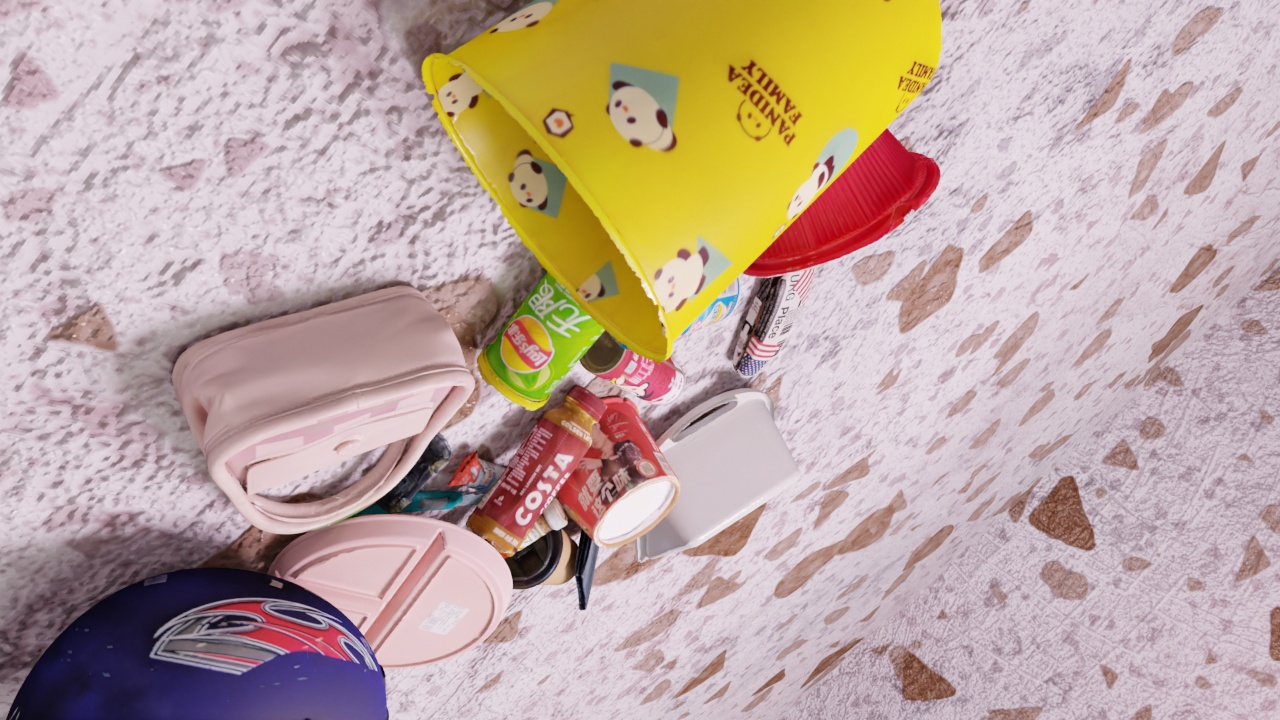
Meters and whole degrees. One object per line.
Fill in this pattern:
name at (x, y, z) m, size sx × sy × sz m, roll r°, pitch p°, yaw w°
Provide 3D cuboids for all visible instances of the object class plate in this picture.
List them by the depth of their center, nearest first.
plate at (-0.237, 0.229, 0.871) m, size 0.229 × 0.028 × 0.230 m, roll -5°, pitch 132°, yaw -6°

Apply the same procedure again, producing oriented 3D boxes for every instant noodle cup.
instant noodle cup at (0.155, -0.151, 0.791) m, size 0.193 × 0.194 × 0.066 m, roll -34°, pitch 115°, yaw -9°
instant noodle cup at (0.033, -0.063, 0.830) m, size 0.109 × 0.099 × 0.099 m, roll -13°, pitch 140°, yaw -47°
instant noodle cup at (-0.031, 0.123, 0.973) m, size 0.137 × 0.108 × 0.138 m, roll -27°, pitch 146°, yaw -20°

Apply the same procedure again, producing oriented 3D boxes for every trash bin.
trash bin at (0.033, -0.167, 0.585) m, size 0.255 × 0.229 × 0.230 m, roll -41°, pitch 149°, yaw -10°

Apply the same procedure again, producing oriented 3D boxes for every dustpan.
dustpan at (0.079, 0.135, 1.138) m, size 0.222 × 0.142 × 0.258 m, roll -29°, pitch 175°, yaw -17°

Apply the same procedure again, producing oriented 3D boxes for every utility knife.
utility knife at (-0.207, 0.138, 0.898) m, size 0.217 × 0.013 × 0.029 m, roll 7°, pitch 125°, yaw -51°

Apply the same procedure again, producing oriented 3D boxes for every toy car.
toy car at (-0.206, 0.098, 0.823) m, size 0.091 × 0.043 × 0.034 m, roll -46°, pitch 175°, yaw 15°

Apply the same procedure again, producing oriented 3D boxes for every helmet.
helmet at (-0.324, 0.298, 0.740) m, size 0.315 × 0.248 × 0.240 m, roll 33°, pitch 73°, yaw -38°

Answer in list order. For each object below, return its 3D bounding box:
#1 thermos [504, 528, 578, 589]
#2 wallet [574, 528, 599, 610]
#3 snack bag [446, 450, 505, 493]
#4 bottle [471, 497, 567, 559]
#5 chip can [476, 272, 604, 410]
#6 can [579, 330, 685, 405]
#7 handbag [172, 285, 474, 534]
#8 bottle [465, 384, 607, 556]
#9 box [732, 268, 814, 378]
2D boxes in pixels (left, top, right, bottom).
thermos at (-0.116, 0.212, 1.024) m, size 0.093 × 0.093 × 0.143 m, roll -39°, pitch 157°, yaw -1°
wallet at (-0.059, 0.221, 1.080) m, size 0.019 × 0.120 × 0.097 m, roll 6°, pitch 142°, yaw 6°
snack bag at (-0.153, 0.117, 0.914) m, size 0.048 × 0.026 × 0.104 m, roll -47°, pitch 147°, yaw 0°
bottle at (-0.171, 0.201, 0.938) m, size 0.206 × 0.059 × 0.060 m, roll -28°, pitch 148°, yaw 2°
chip can at (-0.044, -0.058, 0.752) m, size 0.222 × 0.072 × 0.072 m, roll -48°, pitch 148°, yaw 20°
can at (-0.005, 0.005, 0.904) m, size 0.053 × 0.053 × 0.132 m, roll -46°, pitch 148°, yaw 9°
handbag at (-0.243, 0.061, 0.714) m, size 0.192 × 0.093 × 0.235 m, roll -18°, pitch 151°, yaw -31°
bottle at (-0.098, 0.104, 0.898) m, size 0.174 × 0.057 × 0.057 m, roll -55°, pitch 150°, yaw -9°
box at (0.144, -0.047, 1.016) m, size 0.068 × 0.051 × 0.165 m, roll -6°, pitch 135°, yaw -28°
